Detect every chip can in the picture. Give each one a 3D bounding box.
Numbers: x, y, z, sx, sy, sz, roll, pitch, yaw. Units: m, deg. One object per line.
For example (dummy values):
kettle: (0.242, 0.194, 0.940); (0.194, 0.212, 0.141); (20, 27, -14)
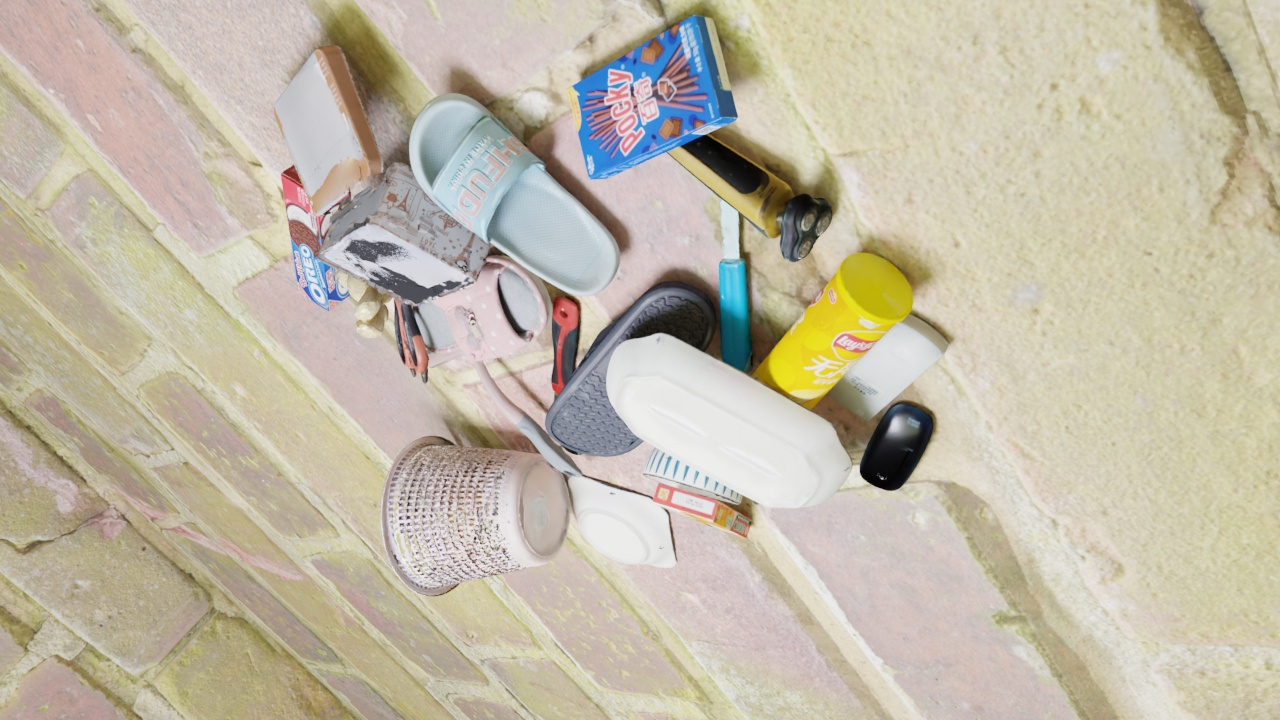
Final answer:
chip can: (0.167, -0.010, 0.859); (0.072, 0.071, 0.214); (34, 143, 2)

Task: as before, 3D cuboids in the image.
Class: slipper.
slipper: (-0.006, 0.006, 1.008); (0.110, 0.083, 0.269); (31, 125, -11)
slipper: (-0.204, -0.054, 1.079); (0.275, 0.054, 0.114); (-8, 110, 47)
slipper: (-0.123, -0.153, 0.892); (0.245, 0.104, 0.074); (40, -175, -11)

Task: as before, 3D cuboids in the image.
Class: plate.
plate: (0.079, 0.072, 0.921); (0.266, 0.034, 0.162); (29, 142, 5)
plate: (-0.033, 0.238, 1.290); (0.164, 0.034, 0.164); (14, 138, 25)

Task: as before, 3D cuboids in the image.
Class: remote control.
remote control: (0.257, 0.095, 0.935); (0.053, 0.024, 0.137); (24, 140, 13)
remote control: (0.230, 0.007, 0.868); (0.056, 0.019, 0.135); (35, 142, 2)

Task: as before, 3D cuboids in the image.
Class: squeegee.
squeegee: (-0.157, 0.062, 1.176); (0.248, 0.040, 0.249); (-24, 107, 47)

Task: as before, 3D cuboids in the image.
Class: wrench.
wrench: (-0.092, 0.024, 1.127); (0.056, 0.016, 0.274); (24, 140, 19)

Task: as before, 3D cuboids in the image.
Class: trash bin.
trash bin: (-0.214, 0.210, 1.274); (0.192, 0.226, 0.227); (-8, 126, 26)

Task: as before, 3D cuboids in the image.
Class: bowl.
bowl: (0.067, 0.117, 1.050); (0.116, 0.066, 0.116); (17, 170, 3)

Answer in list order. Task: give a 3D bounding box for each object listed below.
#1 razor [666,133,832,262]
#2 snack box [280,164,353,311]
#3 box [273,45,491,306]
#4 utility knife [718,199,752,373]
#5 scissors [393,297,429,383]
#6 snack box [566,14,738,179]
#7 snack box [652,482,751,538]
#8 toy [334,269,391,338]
razor: (0.086, -0.154, 0.786); (0.167, 0.062, 0.067); (37, 173, 6)
snack box: (-0.395, -0.154, 1.138); (0.057, 0.058, 0.208); (31, 142, 11)
box: (-0.287, -0.176, 0.967); (0.179, 0.124, 0.274); (-11, 123, 53)
utility knife: (0.091, -0.071, 0.892); (0.034, 0.018, 0.216); (17, 139, 24)
scissors: (-0.289, -0.071, 1.130); (0.196, 0.015, 0.206); (64, 152, 15)
snack box: (0.005, -0.216, 0.772); (0.157, 0.026, 0.084); (-14, 90, 44)
snack box: (0.077, 0.180, 1.094); (0.077, 0.027, 0.155); (14, 169, 25)
toy: (-0.332, -0.083, 1.107); (0.157, 0.066, 0.105); (-121, 19, -52)
